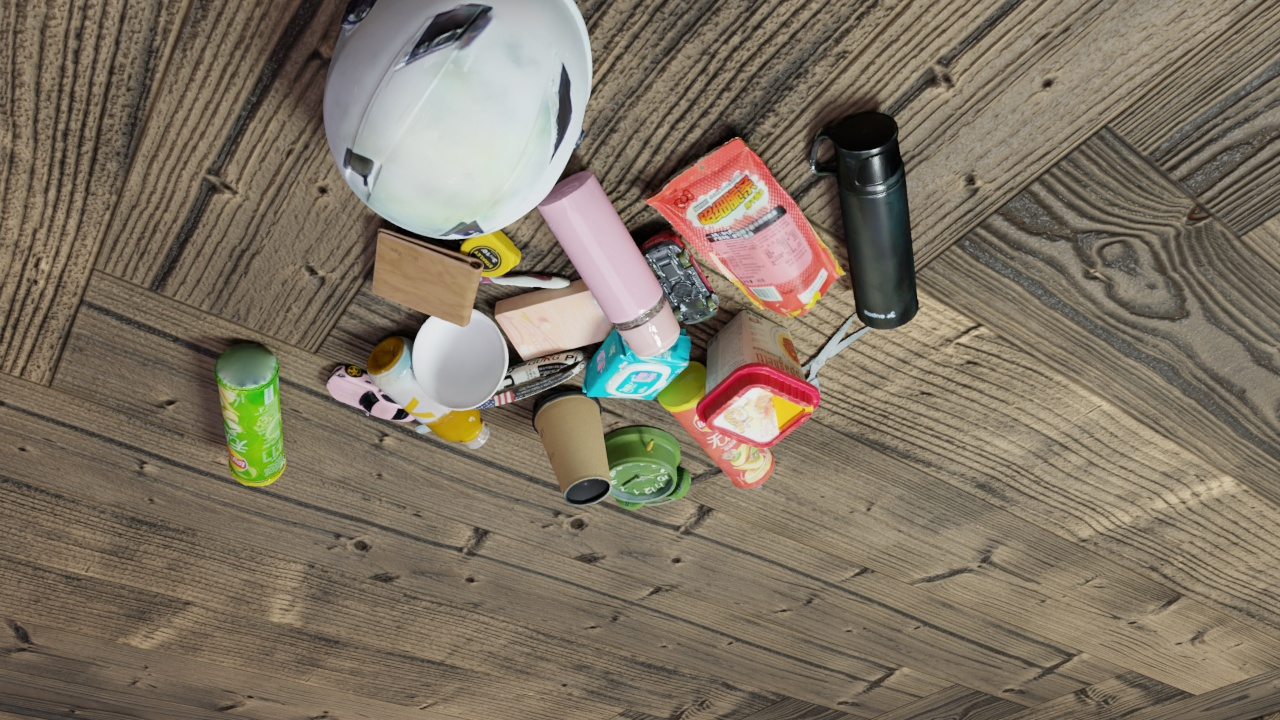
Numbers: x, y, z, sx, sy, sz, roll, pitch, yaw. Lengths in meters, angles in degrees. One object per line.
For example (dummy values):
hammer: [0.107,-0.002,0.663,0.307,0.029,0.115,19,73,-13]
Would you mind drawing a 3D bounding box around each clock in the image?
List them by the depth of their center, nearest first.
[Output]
clock: [0.004,0.156,1.273,0.116,0.056,0.161,-15,138,17]

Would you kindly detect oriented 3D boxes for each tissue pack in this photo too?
tissue pack: [-0.006,0.006,1.080,0.093,0.050,0.134,4,153,-24]

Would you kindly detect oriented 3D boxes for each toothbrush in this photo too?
toothbrush: [-0.171,-0.095,1.010,0.187,0.016,0.017,4,129,-5]

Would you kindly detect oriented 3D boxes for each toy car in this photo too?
toy car: [0.044,-0.090,0.997,0.053,0.045,0.120,-18,131,20]
toy car: [-0.334,0.046,1.153,0.122,0.037,0.056,22,133,-23]

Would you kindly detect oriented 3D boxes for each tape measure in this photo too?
tape measure: [-0.162,-0.118,0.973,0.057,0.028,0.060,-26,127,27]

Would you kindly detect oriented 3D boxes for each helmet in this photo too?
helmet: [-0.158,-0.204,0.784,0.229,0.145,0.259,29,130,-31]

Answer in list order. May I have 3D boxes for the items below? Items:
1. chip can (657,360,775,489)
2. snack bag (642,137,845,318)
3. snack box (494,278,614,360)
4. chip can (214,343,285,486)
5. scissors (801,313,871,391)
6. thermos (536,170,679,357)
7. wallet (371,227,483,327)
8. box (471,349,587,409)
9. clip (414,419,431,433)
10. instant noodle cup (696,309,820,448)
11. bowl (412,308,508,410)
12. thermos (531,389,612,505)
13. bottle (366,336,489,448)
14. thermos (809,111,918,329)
chip can: [0.102,0.087,1.186,0.073,0.073,0.216,-21,137,21]
snack bag: [0.114,-0.130,0.944,0.129,0.073,0.208,-22,131,34]
snack box: [-0.079,-0.051,1.053,0.157,0.026,0.084,-13,138,14]
chip can: [-0.486,0.070,1.150,0.072,0.072,0.222,9,138,-12]
scissors: [0.214,0.004,1.135,0.163,0.014,0.165,-8,138,6]
thermos: [-0.029,-0.097,0.944,0.067,0.087,0.198,-33,117,1]
wallet: [-0.231,-0.088,0.984,0.115,0.020,0.101,18,141,-6]
box: [-0.141,0.019,1.108,0.164,0.051,0.068,-20,177,15]
clip: [-0.271,0.081,1.208,0.058,0.038,0.026,-12,141,15]
instant noodle cup: [0.131,0.018,1.065,0.116,0.124,0.117,22,134,-26]
bowl: [-0.198,-0.002,1.068,0.118,0.118,0.064,-15,175,15]
thermos: [-0.083,0.108,1.159,0.093,0.143,0.093,-11,141,-9]
bottle: [-0.255,0.046,1.130,0.068,0.067,0.189,-20,136,20]
thermos: [0.232,-0.139,0.941,0.090,0.068,0.243,15,147,32]
